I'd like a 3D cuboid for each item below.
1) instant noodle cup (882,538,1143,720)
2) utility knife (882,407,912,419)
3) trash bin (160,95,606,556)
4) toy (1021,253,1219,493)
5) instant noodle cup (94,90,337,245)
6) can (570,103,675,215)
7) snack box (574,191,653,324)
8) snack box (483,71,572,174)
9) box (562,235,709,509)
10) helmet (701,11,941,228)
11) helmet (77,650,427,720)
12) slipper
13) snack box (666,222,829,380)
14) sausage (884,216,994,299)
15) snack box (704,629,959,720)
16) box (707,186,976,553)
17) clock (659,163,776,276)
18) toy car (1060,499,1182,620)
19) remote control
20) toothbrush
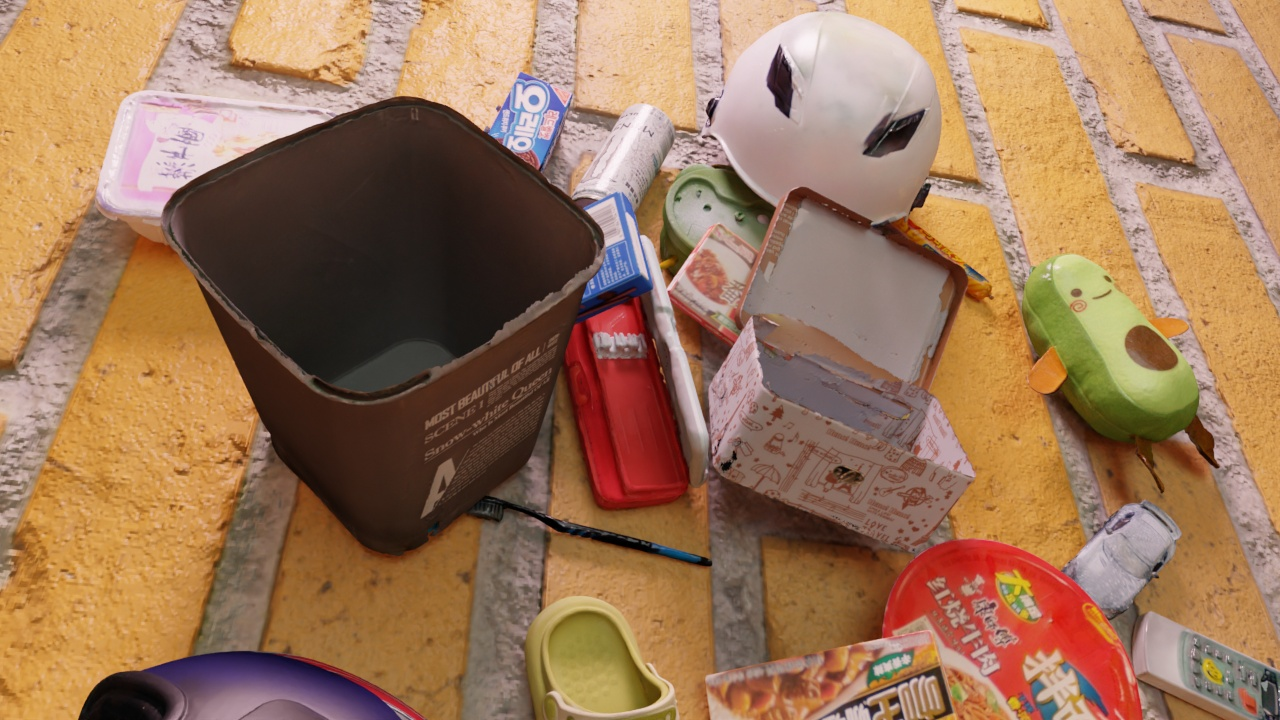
[{"bbox_3d":[0.246,0.226,0.647,0.193,0.066,0.193,8,55,-12],"label":"instant noodle cup"},{"bbox_3d":[0.166,0.046,0.774,0.195,0.020,0.030,8,61,-16],"label":"utility knife"},{"bbox_3d":[-0.153,-0.009,0.588,0.198,0.220,0.198,40,54,21],"label":"trash bin"},{"bbox_3d":[0.434,0.001,0.841,0.226,0.090,0.246,-15,65,-32],"label":"toy"},{"bbox_3d":[-0.328,-0.143,0.740,0.173,0.060,0.137,1,56,-14],"label":"instant noodle cup"},{"bbox_3d":[-0.017,-0.174,0.850,0.058,0.058,0.146,24,53,1],"label":"can"},{"bbox_3d":[-0.071,-0.064,0.724,0.157,0.026,0.084,-23,58,16],"label":"snack box"},{"bbox_3d":[-0.119,-0.171,0.820,0.058,0.057,0.207,20,53,-5],"label":"snack box"},{"bbox_3d":[-0.003,0.003,0.706,0.095,0.102,0.201,-3,57,-19],"label":"box"},{"bbox_3d":[0.188,-0.242,0.868,0.229,0.146,0.257,25,34,4],"label":"helmet"},{"bbox_3d":[-0.194,0.248,0.400,0.315,0.248,0.239,27,26,7],"label":"helmet"},{"bbox_3d":[-0.017,0.228,0.562,0.091,0.082,0.190,-13,58,-20],"label":"slipper"},{"bbox_3d":[0.101,-0.041,0.771,0.153,0.025,0.075,36,82,-9],"label":"snack box"},{"bbox_3d":[0.287,-0.114,0.919,0.165,0.022,0.021,42,56,14],"label":"sausage"},{"bbox_3d":[0.121,0.227,0.587,0.154,0.026,0.075,-16,57,13],"label":"snack box"},{"bbox_3d":[0.159,0.005,0.722,0.179,0.131,0.271,24,54,-10],"label":"box"},{"bbox_3d":[0.077,-0.127,0.846,0.116,0.056,0.160,21,54,-2],"label":"clock"},{"bbox_3d":[0.396,0.162,0.753,0.120,0.037,0.054,-31,70,-28],"label":"toy car"},{"bbox_3d":[0.452,0.249,0.718,0.135,0.019,0.056,26,54,2],"label":"remote control"},{"bbox_3d":[-0.038,0.127,0.666,0.189,0.014,0.016,16,55,-6],"label":"toothbrush"}]
